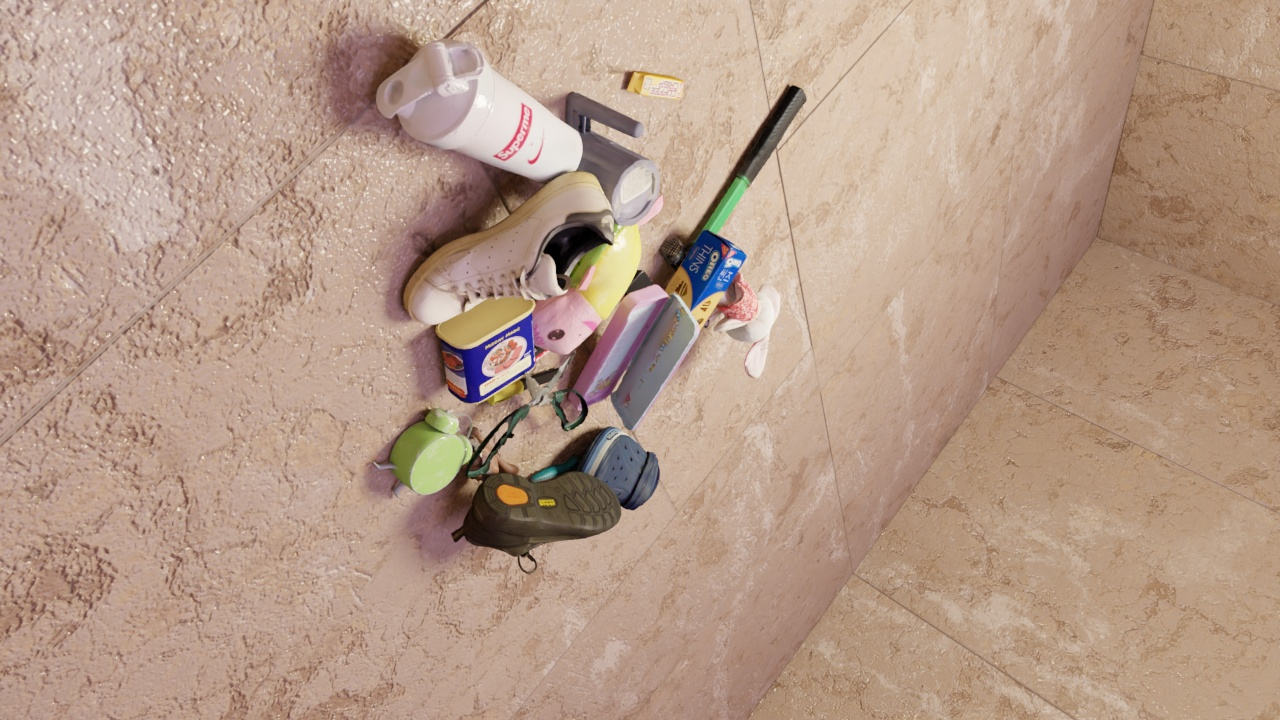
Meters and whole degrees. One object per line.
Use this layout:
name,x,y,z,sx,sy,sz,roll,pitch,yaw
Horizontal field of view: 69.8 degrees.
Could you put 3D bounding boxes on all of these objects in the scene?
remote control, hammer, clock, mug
remote control,0.011,-0.079,1.292,0.041,0.020,0.152,-49,149,-7
hammer,0.145,-0.255,1.322,0.318,0.032,0.130,-58,148,-3
clock,-0.243,0.108,1.072,0.119,0.042,0.094,-45,148,-22
mug,-0.040,-0.221,1.014,0.083,0.104,0.124,-29,139,-38

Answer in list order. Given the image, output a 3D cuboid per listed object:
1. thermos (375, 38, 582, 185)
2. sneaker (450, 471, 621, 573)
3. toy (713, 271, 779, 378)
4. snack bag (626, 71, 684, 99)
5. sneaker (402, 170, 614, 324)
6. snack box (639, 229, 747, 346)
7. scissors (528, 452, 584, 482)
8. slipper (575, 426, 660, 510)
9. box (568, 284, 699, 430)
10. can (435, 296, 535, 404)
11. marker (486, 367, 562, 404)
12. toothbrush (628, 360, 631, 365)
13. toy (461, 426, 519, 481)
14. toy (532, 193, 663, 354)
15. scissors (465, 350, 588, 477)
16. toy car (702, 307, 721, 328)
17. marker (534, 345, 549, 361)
thermos,-0.141,-0.233,0.878,0.220,0.099,0.099,10,108,-62
sneaker,-0.141,0.223,1.217,0.237,0.101,0.143,10,134,-43
toy,0.154,-0.072,1.375,0.194,0.084,0.159,31,65,-49
snack bag,0.021,-0.326,1.091,0.099,0.020,0.026,-12,127,-50
sneaker,-0.127,-0.093,0.951,0.241,0.102,0.089,-34,152,3
snack box,0.066,-0.080,1.286,0.207,0.057,0.056,-57,151,13
scissors,-0.118,0.169,1.326,0.155,0.019,0.124,-54,151,-11
slipper,-0.015,0.173,1.394,0.105,0.095,0.252,-61,156,-3
box,-0.005,0.008,1.215,0.089,0.092,0.215,-22,153,-45
can,-0.173,-0.015,1.051,0.116,0.056,0.092,-34,143,-34
marker,-0.146,0.031,1.167,0.123,0.017,0.021,-20,132,-48
toothbrush,-0.010,0.006,1.340,0.015,0.016,0.186,-60,149,2
toy,-0.197,0.129,1.159,0.054,0.042,0.102,-67,148,-31
toy,-0.052,-0.111,1.111,0.238,0.088,0.190,-56,173,7
scissors,-0.132,0.079,1.159,0.201,0.015,0.202,-51,154,-7
toy car,0.104,-0.083,1.409,0.112,0.039,0.039,-37,122,-33
marker,-0.129,-0.012,1.148,0.144,0.024,0.021,-38,106,-31
